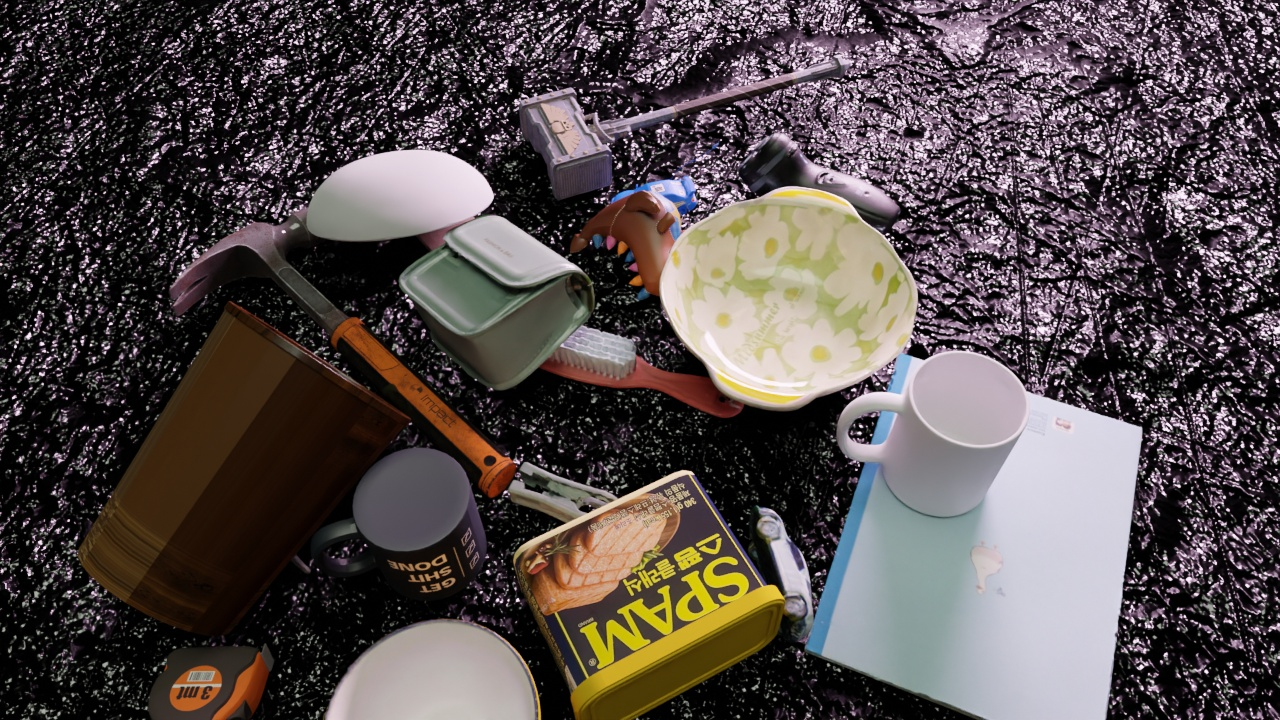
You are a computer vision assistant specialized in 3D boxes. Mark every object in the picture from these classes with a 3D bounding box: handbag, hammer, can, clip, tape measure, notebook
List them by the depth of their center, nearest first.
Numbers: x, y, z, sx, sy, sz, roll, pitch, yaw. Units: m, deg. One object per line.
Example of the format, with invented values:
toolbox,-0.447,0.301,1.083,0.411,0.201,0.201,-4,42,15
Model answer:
tape measure,-0.256,0.203,0.545,0.058,0.038,0.058,-2,40,-2
can,0.002,0.145,0.563,0.135,0.075,0.104,-23,55,-16
notebook,0.233,0.115,0.622,0.181,0.009,0.252,19,57,14
clip,-0.053,0.096,0.630,0.076,0.023,0.042,18,58,15
handbag,-0.110,-0.051,0.684,0.106,0.067,0.122,-41,47,-16
hammer,-0.217,-0.002,0.684,0.314,0.035,0.137,39,51,22
hammer,0.055,-0.238,0.856,0.321,0.044,0.098,-19,56,-13

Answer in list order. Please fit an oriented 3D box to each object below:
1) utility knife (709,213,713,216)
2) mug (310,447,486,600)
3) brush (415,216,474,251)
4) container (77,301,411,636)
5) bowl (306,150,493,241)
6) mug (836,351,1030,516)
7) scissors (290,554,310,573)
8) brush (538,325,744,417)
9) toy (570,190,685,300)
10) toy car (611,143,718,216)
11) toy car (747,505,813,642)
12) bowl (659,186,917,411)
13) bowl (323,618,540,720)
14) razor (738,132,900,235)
utility knife,0.136,-0.096,0.776,0.166,0.015,0.022,15,54,7
mug,-0.155,0.110,0.584,0.105,0.078,0.071,-16,56,-11
brush,-0.146,-0.091,0.772,0.049,0.015,0.135,-34,67,-24
container,-0.247,0.069,0.569,0.132,0.132,0.167,30,80,20
bowl,-0.196,-0.141,0.737,0.149,0.043,0.149,-5,27,2
mug,0.187,0.048,0.608,0.110,0.091,0.073,6,54,6
scissors,-0.255,0.075,0.650,0.158,0.014,0.141,35,62,20
brush,-0.004,0.004,0.691,0.172,0.030,0.040,16,56,11
toy,-0.007,-0.089,0.756,0.103,0.070,0.090,-20,70,16
toy car,0.020,-0.153,0.784,0.092,0.062,0.033,-13,55,-9
toy car,0.091,0.135,0.591,0.027,0.039,0.089,-9,55,-9
bowl,0.109,-0.038,0.703,0.188,0.060,0.218,14,55,11
bowl,-0.112,0.213,0.516,0.117,0.068,0.117,0,54,0
razor,0.153,-0.150,0.781,0.140,0.064,0.052,26,59,19
